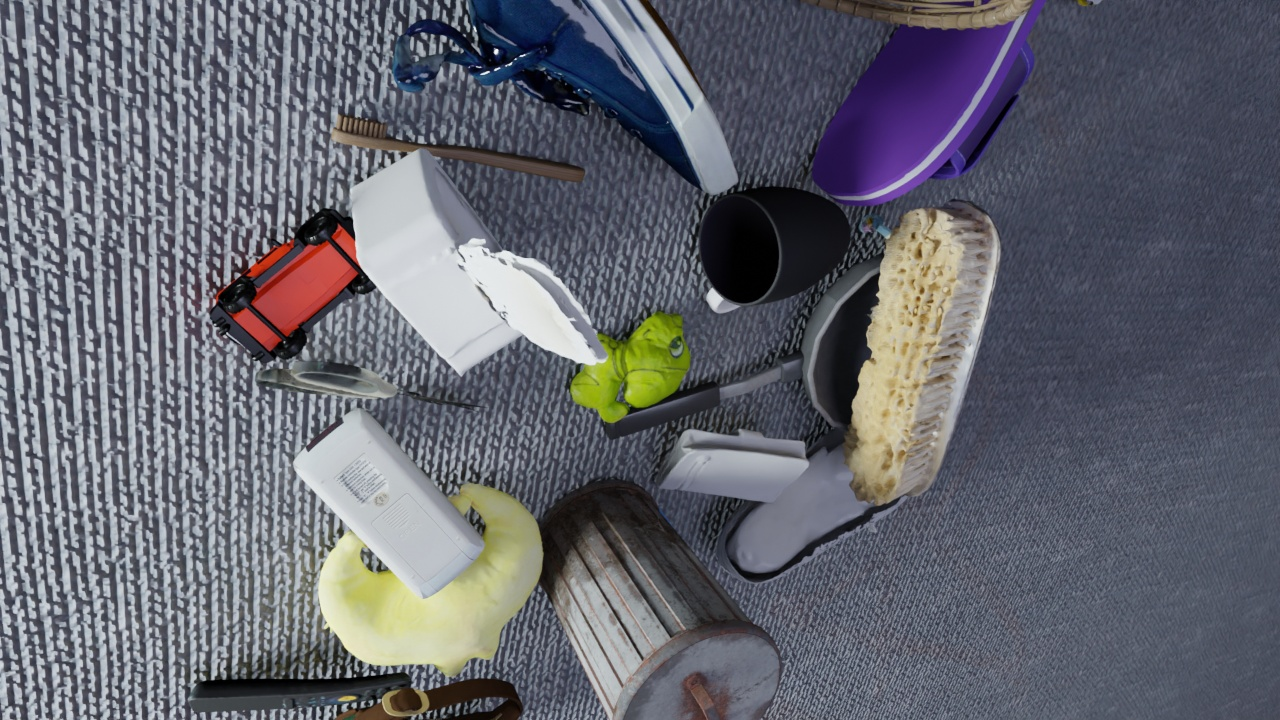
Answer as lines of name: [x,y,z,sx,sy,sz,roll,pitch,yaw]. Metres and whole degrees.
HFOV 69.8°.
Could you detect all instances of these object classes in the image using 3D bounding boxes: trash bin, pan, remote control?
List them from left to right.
remote control: [-0.247,0.242,0.673,0.151,0.020,0.041,3,146,-18]
remote control: [-0.170,0.100,0.630,0.060,0.025,0.138,-41,105,-7]
trash bin: [0.006,0.199,0.703,0.130,0.211,0.131,-13,121,-22]
pan: [0.134,0.003,0.792,0.356,0.041,0.179,-17,125,-17]

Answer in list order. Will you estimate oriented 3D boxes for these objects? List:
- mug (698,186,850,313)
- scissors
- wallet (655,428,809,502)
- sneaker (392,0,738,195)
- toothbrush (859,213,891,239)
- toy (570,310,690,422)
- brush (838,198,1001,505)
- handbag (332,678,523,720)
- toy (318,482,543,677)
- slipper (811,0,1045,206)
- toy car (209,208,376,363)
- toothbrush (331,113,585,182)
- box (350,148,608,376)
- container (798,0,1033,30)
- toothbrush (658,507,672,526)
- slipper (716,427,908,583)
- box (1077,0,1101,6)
mug: [0.100,-0.080,0.704,0.100,0.085,0.119,-16,154,-39]
scissors: [-0.160,0.020,0.597,0.169,0.132,0.012,7,76,-21]
wallet: [0.077,0.088,0.782,0.116,0.032,0.086,10,141,-22]
sneaker: [-0.051,-0.182,0.541,0.127,0.120,0.294,-35,131,18]
toothbrush: [0.246,-0.093,0.821,0.155,0.016,0.022,24,134,-38]
toy: [-0.004,0.004,0.705,0.093,0.036,0.094,13,97,-25]
brush: [0.226,0.001,0.755,0.056,0.083,0.272,-9,123,-23]
handbag: [-0.170,0.295,0.729,0.138,0.063,0.166,-44,140,12]
toy: [-0.152,0.171,0.690,0.170,0.064,0.155,-22,117,-15]
slipper: [0.247,-0.219,0.696,0.084,0.107,0.266,29,94,-40]
toy car: [-0.203,-0.046,0.542,0.100,0.049,0.051,-41,129,-6]
toothbrush: [-0.108,-0.131,0.575,0.166,0.016,0.016,3,114,-33]
box: [-0.099,-0.042,0.521,0.083,0.190,0.110,-42,133,-6]
container: [0.132,-0.315,0.496,0.226,0.227,0.196,9,104,-36]
toothbrush: [0.038,0.175,0.844,0.016,0.014,0.167,-39,129,-8]
slipper: [0.177,0.131,0.869,0.246,0.075,0.112,-31,98,-16]
box: [0.342,-0.379,0.710,0.064,0.033,0.209,-41,131,-8]
